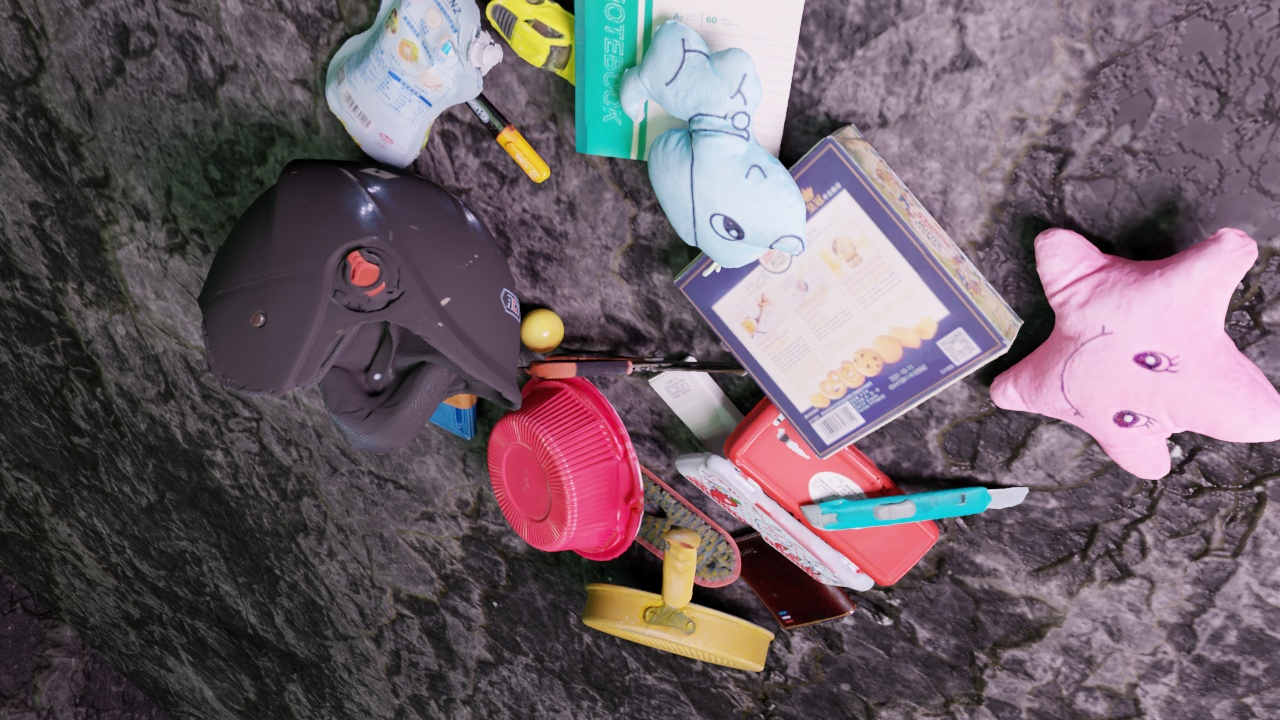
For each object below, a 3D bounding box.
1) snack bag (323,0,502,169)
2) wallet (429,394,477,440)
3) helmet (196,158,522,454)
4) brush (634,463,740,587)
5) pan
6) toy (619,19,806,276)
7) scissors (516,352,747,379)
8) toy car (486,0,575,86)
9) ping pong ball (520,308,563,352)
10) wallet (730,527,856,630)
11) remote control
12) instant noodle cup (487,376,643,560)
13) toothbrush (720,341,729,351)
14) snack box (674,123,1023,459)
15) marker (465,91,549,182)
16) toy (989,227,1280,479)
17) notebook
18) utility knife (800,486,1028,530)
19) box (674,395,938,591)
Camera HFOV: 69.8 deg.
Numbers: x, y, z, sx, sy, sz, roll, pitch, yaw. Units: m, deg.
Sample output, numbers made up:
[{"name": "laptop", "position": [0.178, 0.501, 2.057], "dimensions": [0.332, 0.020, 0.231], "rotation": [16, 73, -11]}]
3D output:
[{"name": "snack bag", "position": [-0.181, -0.232, 0.715], "dimensions": [0.192, 0.038, 0.110], "rotation": [-26, 95, 46]}, {"name": "wallet", "position": [-0.212, 0.013, 0.942], "dimensions": [0.106, 0.040, 0.133], "rotation": [23, 135, 19]}, {"name": "helmet", "position": [-0.217, -0.047, 0.763], "dimensions": [0.275, 0.230, 0.233], "rotation": [11, 167, 10]}, {"name": "brush", "position": [0.036, 0.168, 0.900], "dimensions": [0.146, 0.063, 0.069], "rotation": [36, 170, 7]}, {"name": "pan", "position": [0.035, 0.227, 0.868], "dimensions": [0.198, 0.078, 0.358], "rotation": [12, 160, 8]}, {"name": "toy", "position": [0.048, -0.132, 0.610], "dimensions": [0.161, 0.049, 0.157], "rotation": [30, 133, 20]}, {"name": "scissors", "position": [-0.010, 0.006, 0.770], "dimensions": [0.207, 0.191, 0.015], "rotation": [-166, 73, -70]}, {"name": "toy car", "position": [-0.061, -0.224, 0.648], "dimensions": [0.105, 0.032, 0.048], "rotation": [32, 156, -6]}, {"name": "ping pong ball", "position": [-0.090, -0.027, 0.832], "dimensions": [0.040, 0.040, 0.040], "rotation": [16, 132, 19]}, {"name": "wallet", "position": [0.141, 0.212, 0.906], "dimensions": [0.122, 0.020, 0.097], "rotation": [49, 134, -10]}, {"name": "remote control", "position": [0.063, 0.052, 0.817], "dimensions": [0.049, 0.024, 0.125], "rotation": [-31, 105, 41]}, {"name": "instant noodle cup", "position": [-0.084, 0.107, 0.869], "dimensions": [0.194, 0.065, 0.194], "rotation": [22, 120, 44]}, {"name": "toothbrush", "position": [0.142, -0.027, 0.710], "dimensions": [0.190, 0.029, 0.021], "rotation": [-11, 156, 38]}, {"name": "snack box", "position": [0.140, -0.042, 0.658], "dimensions": [0.182, 0.045, 0.178], "rotation": [51, 134, 2]}, {"name": "marker", "position": [-0.118, -0.192, 0.734], "dimensions": [0.124, 0.015, 0.018], "rotation": [48, 128, -9]}, {"name": "toy", "position": [0.322, -0.004, 0.578], "dimensions": [0.179, 0.074, 0.195], "rotation": [29, 139, 28]}, {"name": "notebook", "position": [0.029, -0.222, 0.598], "dimensions": [0.150, 0.012, 0.210], "rotation": [8, 131, 6]}, {"name": "utility knife", "position": [0.220, 0.118, 0.739], "dimensions": [0.179, 0.013, 0.029], "rotation": [-8, 111, 6]}, {"name": "box", "position": [0.139, 0.125, 0.788], "dimensions": [0.201, 0.073, 0.155], "rotation": [40, 127, -15]}]
